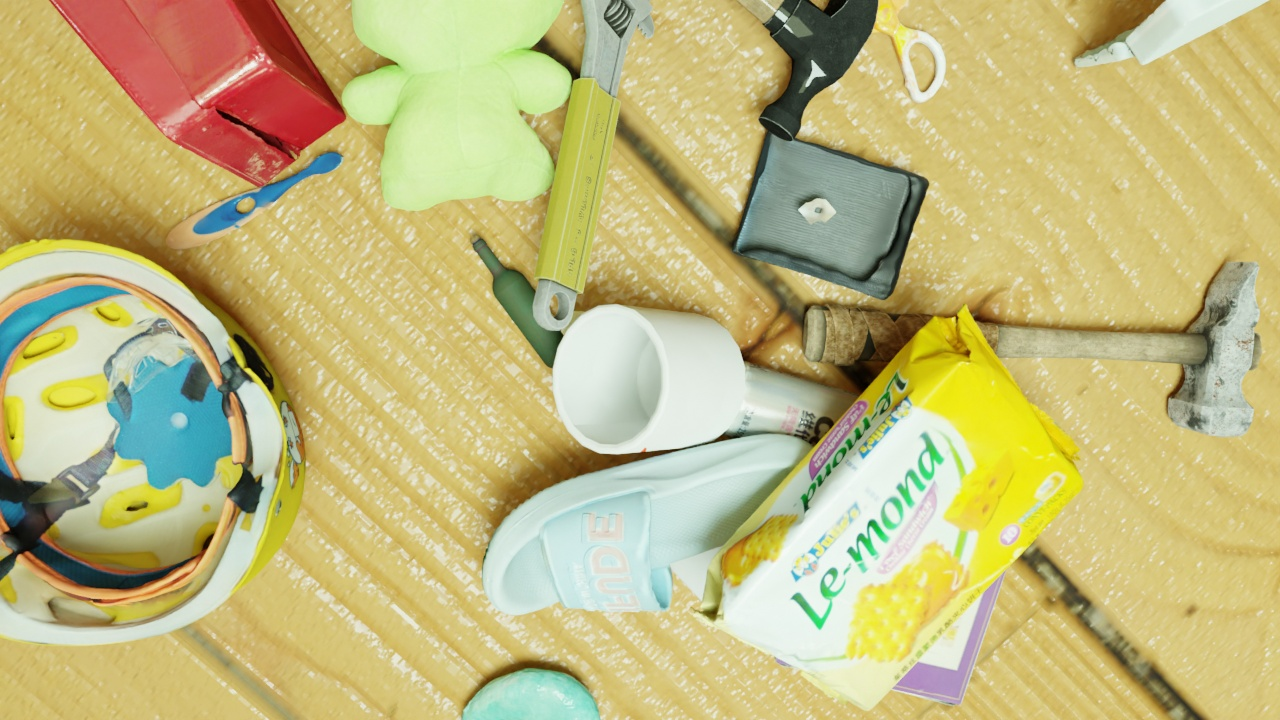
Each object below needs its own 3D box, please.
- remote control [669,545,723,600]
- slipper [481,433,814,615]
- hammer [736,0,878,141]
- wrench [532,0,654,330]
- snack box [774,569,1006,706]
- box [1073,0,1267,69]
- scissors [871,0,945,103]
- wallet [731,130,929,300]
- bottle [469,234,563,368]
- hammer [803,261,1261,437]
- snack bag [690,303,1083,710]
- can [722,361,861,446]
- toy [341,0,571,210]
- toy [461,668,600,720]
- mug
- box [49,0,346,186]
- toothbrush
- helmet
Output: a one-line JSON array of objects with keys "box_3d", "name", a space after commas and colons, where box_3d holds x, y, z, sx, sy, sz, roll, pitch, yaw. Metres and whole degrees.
[{"box_3d": [0.038, 0.137, 0.674, 0.045, 0.008, 0.146, -42, 98, 5], "name": "remote control"}, {"box_3d": [0.011, 0.118, 0.609, 0.245, 0.074, 0.104, -18, 136, 1], "name": "slipper"}, {"box_3d": [0.013, -0.275, 0.548, 0.305, 0.040, 0.132, 32, 92, -19], "name": "hammer"}, {"box_3d": [-0.033, -0.153, 0.579, 0.018, 0.083, 0.273, 7, 83, 40], "name": "wrench"}, {"box_3d": [0.182, 0.162, 0.667, 0.143, 0.040, 0.148, 14, 98, -4], "name": "snack box"}, {"box_3d": [0.385, -0.237, 0.562, 0.197, 0.134, 0.041, -26, 89, 2], "name": "box"}, {"box_3d": [0.167, -0.227, 0.619, 0.128, 0.011, 0.125, 38, 97, -9], "name": "scissors"}, {"box_3d": [0.129, -0.100, 0.630, 0.115, 0.026, 0.089, 17, 97, -4], "name": "wallet"}, {"box_3d": [-0.084, -0.042, 0.632, 0.025, 0.025, 0.106, -35, 99, 3], "name": "bottle"}, {"box_3d": [0.275, -0.014, 0.643, 0.319, 0.049, 0.121, 2, 96, -1], "name": "hammer"}, {"box_3d": [0.160, 0.100, 0.583, 0.159, 0.068, 0.247, 40, 95, -28], "name": "snack bag"}, {"box_3d": [0.123, 0.043, 0.639, 0.135, 0.054, 0.054, 17, 98, -4], "name": "can"}, {"box_3d": [-0.114, -0.193, 0.572, 0.150, 0.107, 0.197, -5, 109, -2], "name": "toy"}, {"box_3d": [-0.074, 0.265, 0.681, 0.105, 0.033, 0.085, 30, 108, -7], "name": "toy"}, {"box_3d": [-0.004, 0.004, 0.601, 0.121, 0.090, 0.091, 42, 113, 30], "name": "mug"}, {"box_3d": [-0.252, -0.184, 0.536, 0.092, 0.157, 0.129, -34, 95, -3], "name": "box"}, {"box_3d": [-0.261, -0.109, 0.622, 0.135, 0.017, 0.021, -26, 95, 5], "name": "toothbrush"}, {"box_3d": [-0.315, 0.049, 0.586, 0.209, 0.139, 0.240, -18, 87, 1], "name": "helmet"}]
